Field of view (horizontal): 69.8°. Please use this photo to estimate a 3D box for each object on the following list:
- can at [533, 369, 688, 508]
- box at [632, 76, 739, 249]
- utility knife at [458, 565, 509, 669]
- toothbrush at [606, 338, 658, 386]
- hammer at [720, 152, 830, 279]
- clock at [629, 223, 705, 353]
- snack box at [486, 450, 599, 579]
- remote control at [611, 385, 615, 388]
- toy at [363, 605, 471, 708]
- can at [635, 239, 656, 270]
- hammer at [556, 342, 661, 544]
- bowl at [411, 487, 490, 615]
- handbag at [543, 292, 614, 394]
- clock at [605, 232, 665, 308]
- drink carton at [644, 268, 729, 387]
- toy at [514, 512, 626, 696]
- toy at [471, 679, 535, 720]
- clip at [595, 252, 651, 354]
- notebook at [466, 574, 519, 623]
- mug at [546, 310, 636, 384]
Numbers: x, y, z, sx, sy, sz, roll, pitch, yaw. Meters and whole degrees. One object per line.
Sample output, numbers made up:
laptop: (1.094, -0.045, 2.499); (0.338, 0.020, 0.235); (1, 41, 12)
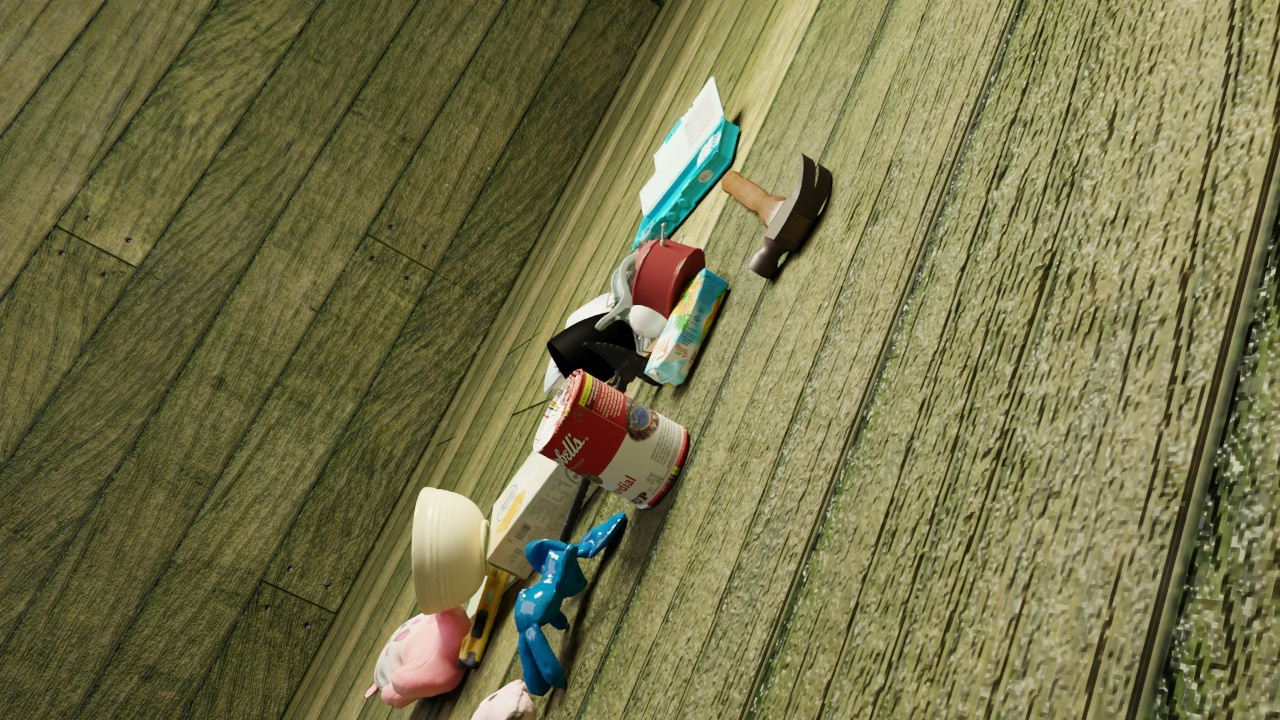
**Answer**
can: (-0.026, 0.073, 0.844); (0.087, 0.116, 0.086); (-54, 15, 22)
box: (0.063, -0.277, 1.349); (0.228, 0.056, 0.184); (-46, 30, 44)
utility knife: (-0.186, 0.295, 1.118); (0.017, 0.030, 0.162); (80, -158, -54)
toothbrush: (-0.007, 0.007, 1.112); (0.167, 0.016, 0.016); (-44, 23, 47)
hammer: (0.127, -0.171, 0.976); (0.115, 0.033, 0.322); (-59, 14, 13)
clock: (0.027, -0.074, 1.002); (0.096, 0.048, 0.137); (5, -75, -69)
snack box: (-0.105, 0.147, 1.077); (0.208, 0.057, 0.104); (-53, 20, 25)
remote control: (-0.071, 0.084, 1.164); (0.151, 0.022, 0.047); (-48, 19, 40)
toy: (-0.280, 0.381, 1.174); (0.214, 0.084, 0.141); (-32, 19, 55)
can: (0.030, -0.107, 1.108); (0.063, 0.063, 0.114); (-57, 15, 12)
hammer: (-0.069, 0.138, 0.971); (0.324, 0.095, 0.015); (-69, 17, -9)
bowl: (-0.220, 0.226, 1.099); (0.151, 0.075, 0.150); (173, 94, -88)
handbag: (-0.079, -0.021, 1.316); (0.127, 0.069, 0.158); (-50, 15, 29)
clock: (-0.001, -0.117, 1.275); (0.123, 0.043, 0.091); (-54, 15, 27)
drink carton: (0.048, -0.032, 0.951); (0.128, 0.038, 0.044); (-64, 15, -18)
toy: (-0.082, 0.219, 0.856); (0.113, 0.071, 0.175); (-30, 31, 43)
toy: (-0.124, 0.325, 0.821); (0.099, 0.053, 0.095); (-58, 3, 14)
clip: (0.007, -0.069, 1.159); (0.028, 0.107, 0.162); (-48, 14, 42)
notebook: (-0.170, 0.225, 1.257); (0.182, 0.010, 0.251); (-47, 19, 41)
mug: (-0.053, -0.006, 1.178); (0.100, 0.085, 0.119); (-34, -33, -14)
